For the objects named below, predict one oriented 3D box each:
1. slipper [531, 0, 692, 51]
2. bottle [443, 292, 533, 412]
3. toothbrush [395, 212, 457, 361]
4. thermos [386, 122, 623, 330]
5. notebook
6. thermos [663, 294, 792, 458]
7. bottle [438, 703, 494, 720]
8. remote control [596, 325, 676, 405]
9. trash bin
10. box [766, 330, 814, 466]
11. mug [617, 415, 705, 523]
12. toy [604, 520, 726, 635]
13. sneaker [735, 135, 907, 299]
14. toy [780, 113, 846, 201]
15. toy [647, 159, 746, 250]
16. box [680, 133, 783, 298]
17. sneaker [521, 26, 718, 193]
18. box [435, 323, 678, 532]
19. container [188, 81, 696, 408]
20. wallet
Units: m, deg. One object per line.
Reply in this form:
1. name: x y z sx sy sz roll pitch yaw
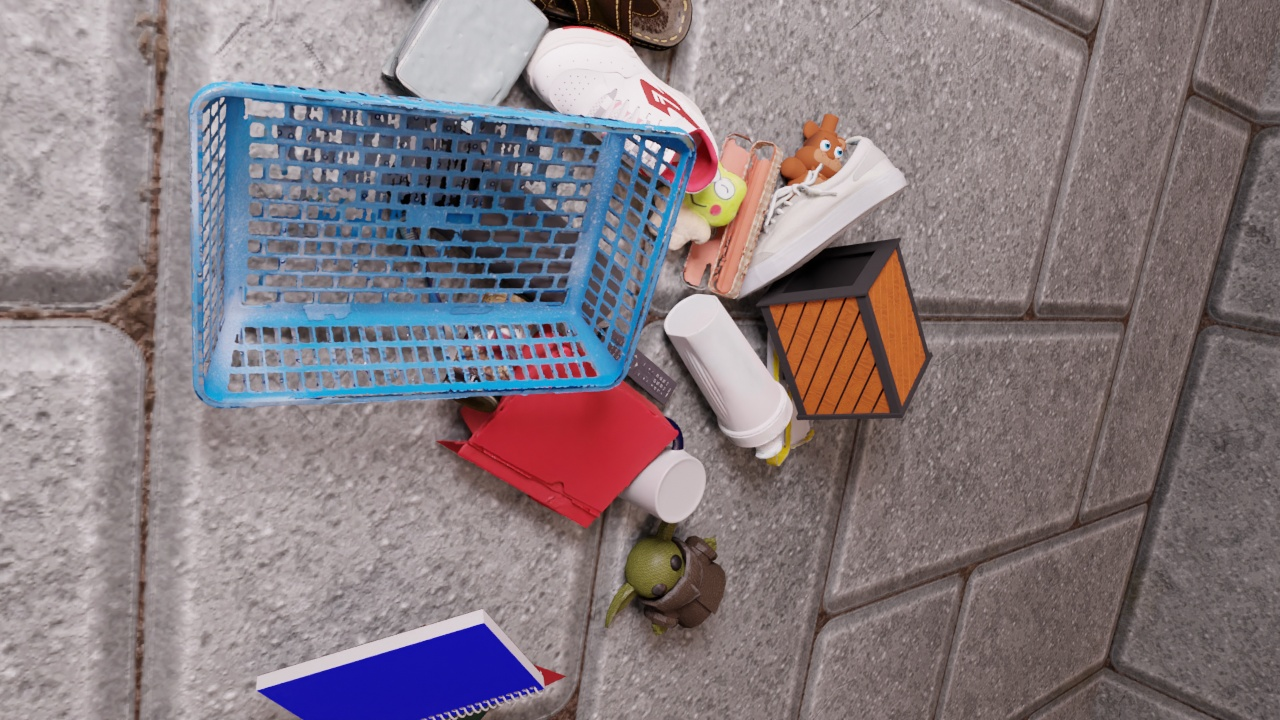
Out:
1. slipper: -0.037 -0.362 0.851 0.267 0.076 0.113 11 96 -44
2. bottle: -0.143 -0.009 0.872 0.056 0.056 0.105 44 59 -43
3. toothbrush: -0.193 -0.050 0.859 0.017 0.016 0.189 -24 121 -20
4. thermos: -0.120 -0.119 0.855 0.240 0.082 0.082 38 78 -44
5. notebook: -0.213 0.301 0.853 0.209 0.022 0.172 -17 139 4
6. thermos: 0.112 0.017 1.116 0.099 0.099 0.220 -49 128 -19
7. bottle: -0.204 0.363 0.959 0.131 0.061 0.061 -48 133 -20
8. remote control: -0.006 0.006 1.052 0.136 0.015 0.032 41 76 -40
9. trash bin: 0.260 -0.037 1.151 0.139 0.140 0.172 -48 124 -44
10. box: 0.206 0.032 1.248 0.129 0.036 0.210 -25 120 -47
11. mug: 0.016 0.117 1.053 0.078 0.097 0.112 -3 106 -43
12. toy: 0.043 0.273 1.146 0.152 0.078 0.179 41 79 -42
13. sneaker: 0.188 -0.169 1.082 0.090 0.243 0.089 55 27 5
14. toy: 0.225 -0.244 1.145 0.095 0.065 0.127 19 89 -28
15. toy: 0.059 -0.175 1.020 0.092 0.046 0.115 42 88 -15
16. box: 0.104 -0.167 1.057 0.042 0.083 0.187 15 92 -57
17. sneaker: -0.005 -0.229 0.890 0.090 0.104 0.236 -42 143 22
18. box: -0.075 0.068 0.955 0.214 0.153 0.164 40 52 -43
19. container: -0.159 -0.094 0.730 0.361 0.089 0.258 -2 128 -27
20. wallet: -0.152 -0.271 0.795 0.100 0.054 0.131 34 82 -35
